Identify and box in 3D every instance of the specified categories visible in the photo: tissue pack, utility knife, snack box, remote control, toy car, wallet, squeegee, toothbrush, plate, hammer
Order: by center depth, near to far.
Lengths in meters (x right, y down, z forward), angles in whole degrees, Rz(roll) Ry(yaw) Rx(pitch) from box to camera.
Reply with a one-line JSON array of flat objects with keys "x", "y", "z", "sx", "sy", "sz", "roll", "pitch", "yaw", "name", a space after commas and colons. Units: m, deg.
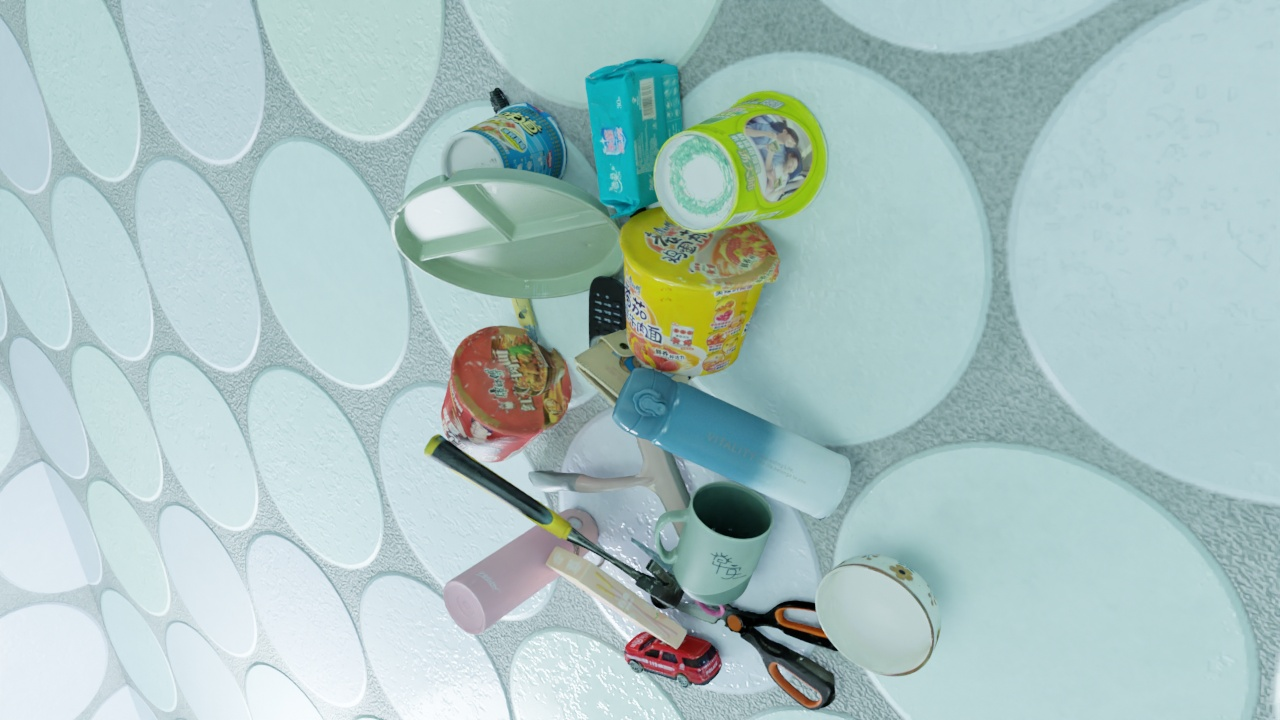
[{"x": -0.002, "y": -0.200, "z": 0.822, "sx": 0.050, "sy": 0.093, "sz": 0.133, "roll": 6, "pitch": 112, "yaw": 33, "name": "tissue pack"}, {"x": -0.127, "y": -0.121, "z": 0.898, "sx": 0.231, "sy": 0.230, "sz": 0.027, "roll": -18, "pitch": 60, "yaw": 42, "name": "plate"}, {"x": -0.005, "y": 0.005, "z": 0.899, "sx": 0.087, "sy": 0.114, "sz": 0.024, "roll": 45, "pitch": 133, "yaw": 14, "name": "wallet"}, {"x": -0.030, "y": -0.027, "z": 0.966, "sx": 0.053, "sy": 0.024, "sz": 0.137, "roll": 16, "pitch": 122, "yaw": 25, "name": "remote control"}, {"x": -0.122, "y": -0.196, "z": 0.972, "sx": 0.014, "sy": 0.017, "sz": 0.189, "roll": -12, "pitch": 102, "yaw": 35, "name": "toothbrush"}, {"x": -0.095, "y": 0.174, "z": 0.996, "sx": 0.323, "sy": 0.031, "sz": 0.126, "roll": 31, "pitch": 163, "yaw": 6, "name": "hammer"}, {"x": -0.027, "y": 0.264, "z": 1.023, "sx": 0.157, "sy": 0.026, "sz": 0.085, "roll": 40, "pitch": 163, "yaw": -26, "name": "snack box"}, {"x": -0.143, "y": -0.099, "z": 1.038, "sx": 0.031, "sy": 0.018, "sz": 0.166, "roll": -3, "pitch": 112, "yaw": 46, "name": "utility knife"}, {"x": -0.057, "y": 0.137, "z": 1.045, "sx": 0.250, "sy": 0.040, "sz": 0.248, "roll": -8, "pitch": 110, "yaw": 45, "name": "squeegee"}, {"x": 0.036, "y": 0.338, "z": 1.059, "sx": 0.121, "sy": 0.052, "sz": 0.045, "roll": -1, "pitch": 107, "yaw": 37, "name": "toy car"}]

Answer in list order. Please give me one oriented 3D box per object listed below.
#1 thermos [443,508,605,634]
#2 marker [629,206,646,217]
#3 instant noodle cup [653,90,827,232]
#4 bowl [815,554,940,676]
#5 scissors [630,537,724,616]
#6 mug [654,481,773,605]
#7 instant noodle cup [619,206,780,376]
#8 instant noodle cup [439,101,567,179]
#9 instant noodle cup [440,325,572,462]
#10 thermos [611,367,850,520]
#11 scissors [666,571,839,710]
[{"x": -0.123, "y": 0.240, "z": 1.043, "sx": 0.087, "sy": 0.198, "sz": 0.067, "roll": 44, "pitch": 128, "yaw": 18, "name": "thermos"}, {"x": 0.006, "y": -0.116, "z": 0.902, "sx": 0.022, "sy": 0.020, "sz": 0.132, "roll": -7, "pitch": 105, "yaw": 58, "name": "marker"}, {"x": 0.076, "y": -0.158, "z": 0.755, "sx": 0.112, "sy": 0.123, "sz": 0.112, "roll": 17, "pitch": 119, "yaw": 33, "name": "instant noodle cup"}, {"x": 0.226, "y": 0.226, "z": 0.846, "sx": 0.114, "sy": 0.062, "sz": 0.113, "roll": 17, "pitch": 118, "yaw": 34, "name": "bowl"}, {"x": 0.041, "y": 0.233, "z": 1.013, "sx": 0.133, "sy": 0.017, "sz": 0.056, "roll": 31, "pitch": 128, "yaw": 25, "name": "scissors"}, {"x": 0.067, "y": 0.186, "z": 0.930, "sx": 0.111, "sy": 0.082, "sz": 0.107, "roll": 9, "pitch": 126, "yaw": -7, "name": "mug"}, {"x": 0.045, "y": -0.060, "z": 0.825, "sx": 0.138, "sy": 0.137, "sz": 0.110, "roll": 29, "pitch": 133, "yaw": 27, "name": "instant noodle cup"}, {"x": -0.141, "y": -0.199, "z": 0.909, "sx": 0.099, "sy": 0.109, "sz": 0.099, "roll": 9, "pitch": 115, "yaw": 21, "name": "instant noodle cup"}, {"x": -0.161, "y": 0.047, "z": 1.037, "sx": 0.138, "sy": 0.137, "sz": 0.109, "roll": 51, "pitch": 140, "yaw": 10, "name": "instant noodle cup"}, {"x": 0.080, "y": 0.073, "z": 0.824, "sx": 0.220, "sy": 0.070, "sz": 0.070, "roll": 25, "pitch": 130, "yaw": -10, "name": "thermos"}, {"x": 0.123, "y": 0.276, "z": 0.986, "sx": 0.229, "sy": 0.021, "sz": 0.190, "roll": 46, "pitch": 127, "yaw": 21, "name": "scissors"}]
